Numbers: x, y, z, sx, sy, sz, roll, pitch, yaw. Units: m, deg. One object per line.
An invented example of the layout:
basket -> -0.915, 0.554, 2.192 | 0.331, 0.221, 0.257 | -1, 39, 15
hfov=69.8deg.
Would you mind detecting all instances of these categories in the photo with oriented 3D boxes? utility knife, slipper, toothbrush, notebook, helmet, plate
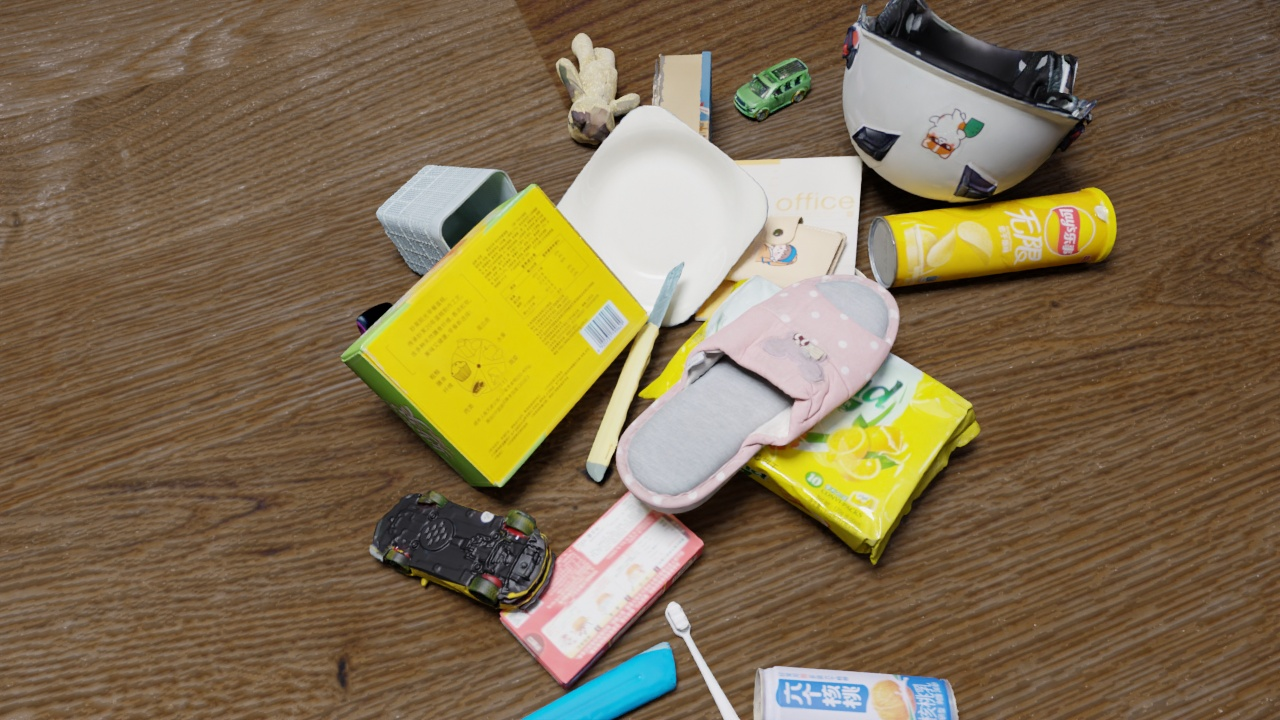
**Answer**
utility knife -> -0.005, 0.005, 0.800 | 0.031, 0.022, 0.215 | 2, 68, 46
slipper -> 0.095, 0.014, 0.715 | 0.274, 0.054, 0.114 | -36, 65, -17
toothbrush -> 0.064, 0.256, 0.666 | 0.016, 0.016, 0.180 | -25, 61, -12
notebook -> 0.138, -0.121, 0.892 | 0.146, 0.010, 0.205 | 2, 57, 17
utility knife -> -0.070, 0.265, 0.659 | 0.218, 0.018, 0.034 | -23, 62, -15
helmet -> 0.288, -0.234, 0.875 | 0.230, 0.157, 0.273 | 24, 36, 5
plate -> 0.018, -0.132, 0.848 | 0.164, 0.034, 0.164 | 39, 102, -1

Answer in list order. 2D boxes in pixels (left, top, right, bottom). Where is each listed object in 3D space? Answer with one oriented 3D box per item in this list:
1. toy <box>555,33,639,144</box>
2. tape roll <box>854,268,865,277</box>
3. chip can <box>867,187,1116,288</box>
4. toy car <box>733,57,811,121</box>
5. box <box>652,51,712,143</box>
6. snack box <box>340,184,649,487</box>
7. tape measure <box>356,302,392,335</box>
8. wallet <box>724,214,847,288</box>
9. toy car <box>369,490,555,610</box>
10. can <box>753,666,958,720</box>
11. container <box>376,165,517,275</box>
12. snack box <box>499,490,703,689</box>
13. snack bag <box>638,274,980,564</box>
toy -> -0.053, -0.296, 0.996 | 0.105, 0.066, 0.157 | 27, 45, -34
tape roll -> 0.176, -0.059, 0.866 | 0.086, 0.014, 0.085 | 0, 58, 0
chip can -> 0.329, -0.115, 0.867 | 0.213, 0.072, 0.072 | -8, 58, -3
toy car -> 0.145, -0.299, 1.007 | 0.091, 0.036, 0.043 | -33, 64, -14
box -> 0.043, -0.232, 0.933 | 0.062, 0.090, 0.184 | 2, 61, 7
snack box -> -0.116, -0.021, 0.766 | 0.157, 0.070, 0.209 | 48, 64, -16
tape measure -> -0.225, -0.023, 0.821 | 0.039, 0.058, 0.057 | -32, 60, -19
wallet -> 0.127, -0.103, 0.861 | 0.115, 0.024, 0.087 | 15, 60, 26
toy car -> -0.140, 0.146, 0.718 | 0.156, 0.041, 0.071 | 10, 55, 27
can -> 0.149, 0.248, 0.648 | 0.134, 0.053, 0.053 | 3, 58, 3
container -> -0.173, -0.125, 0.852 | 0.112, 0.090, 0.090 | 18, 57, 38
snack box -> -0.028, 0.173, 0.714 | 0.075, 0.025, 0.152 | 39, 66, 22
snack bag -> 0.137, 0.044, 0.767 | 0.246, 0.068, 0.157 | 34, 67, 18
